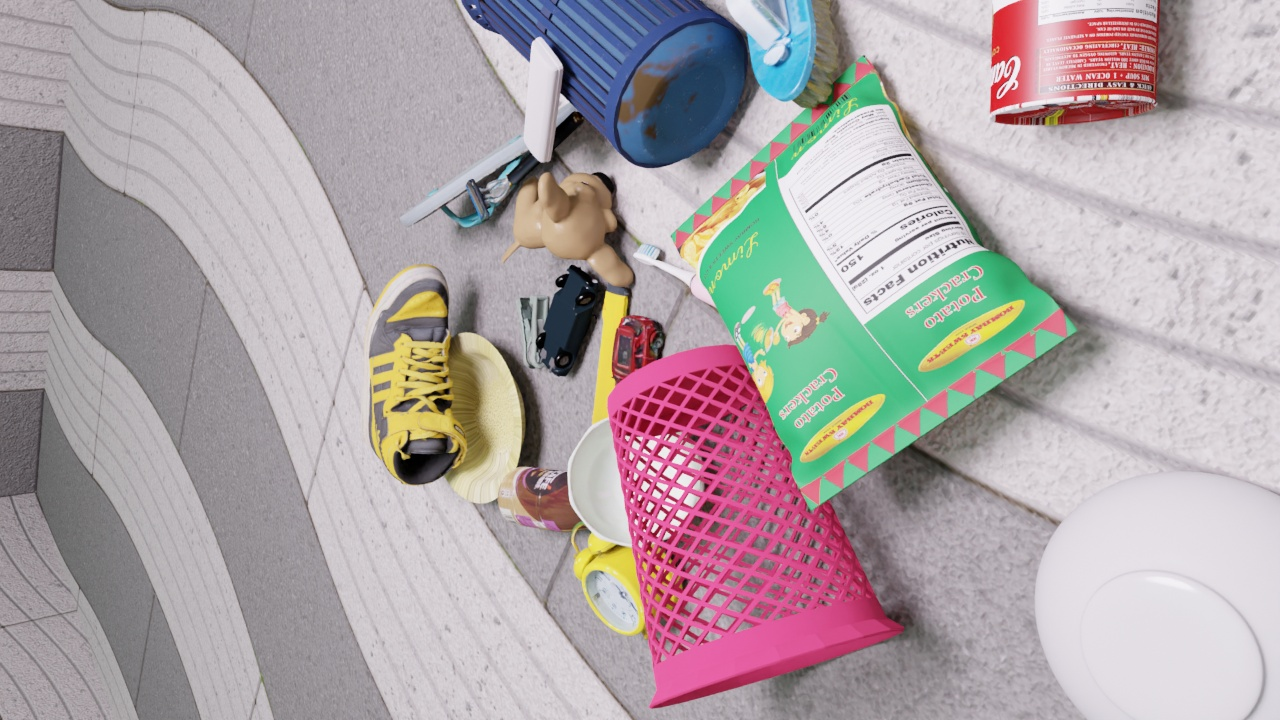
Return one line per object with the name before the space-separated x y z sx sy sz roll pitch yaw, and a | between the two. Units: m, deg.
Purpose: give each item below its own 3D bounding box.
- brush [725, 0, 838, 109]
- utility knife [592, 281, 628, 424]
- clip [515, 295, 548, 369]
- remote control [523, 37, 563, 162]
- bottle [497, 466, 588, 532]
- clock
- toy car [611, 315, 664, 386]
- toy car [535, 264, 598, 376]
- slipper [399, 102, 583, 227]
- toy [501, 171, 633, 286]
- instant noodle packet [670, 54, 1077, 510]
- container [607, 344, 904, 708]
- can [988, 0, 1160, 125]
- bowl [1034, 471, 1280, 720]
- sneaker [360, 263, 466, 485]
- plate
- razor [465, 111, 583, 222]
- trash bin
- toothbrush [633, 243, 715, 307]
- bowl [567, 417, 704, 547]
brush | 0.095 -0.243 0.648 0.056 0.075 0.135 -27 59 44
utility knife | -0.033 0.020 0.869 0.030 0.017 0.191 21 105 48
clip | -0.114 -0.030 0.948 0.051 0.023 0.078 16 104 46
remote control | -0.081 -0.208 0.749 0.033 0.012 0.131 54 160 11
bottle | -0.062 0.138 0.886 0.166 0.059 0.059 1 95 38
clock | -0.017 0.192 0.829 0.119 0.057 0.084 45 138 15
toy car | -0.005 0.005 0.829 0.042 0.036 0.091 17 112 43
toy car | -0.069 -0.038 0.890 0.046 0.034 0.112 43 124 35
slipper | -0.135 -0.188 0.920 0.270 0.098 0.055 -23 113 36
toy | -0.072 -0.129 0.847 0.108 0.134 0.105 7 57 47
instant noodle packet | 0.134 -0.058 0.622 0.196 0.090 0.252 -41 55 26
container | 0.065 0.116 0.681 0.184 0.182 0.225 -38 59 41
can | 0.242 -0.197 0.512 0.087 0.086 0.116 5 98 46
bowl | 0.298 0.152 0.504 0.177 0.066 0.176 6 98 46
sneaker | -0.235 0.026 0.976 0.122 0.085 0.239 42 127 43
plate | -0.171 0.061 1.005 0.185 0.036 0.184 6 98 46
razor | -0.103 -0.180 0.836 0.145 0.022 0.043 -31 78 31
trash bin | -0.031 -0.274 0.754 0.249 0.139 0.140 49 126 29
toothbrush | 0.070 -0.054 0.748 0.223 0.027 0.026 31 81 40
bowl | -0.002 0.107 0.799 0.061 0.117 0.117 78 170 -73
